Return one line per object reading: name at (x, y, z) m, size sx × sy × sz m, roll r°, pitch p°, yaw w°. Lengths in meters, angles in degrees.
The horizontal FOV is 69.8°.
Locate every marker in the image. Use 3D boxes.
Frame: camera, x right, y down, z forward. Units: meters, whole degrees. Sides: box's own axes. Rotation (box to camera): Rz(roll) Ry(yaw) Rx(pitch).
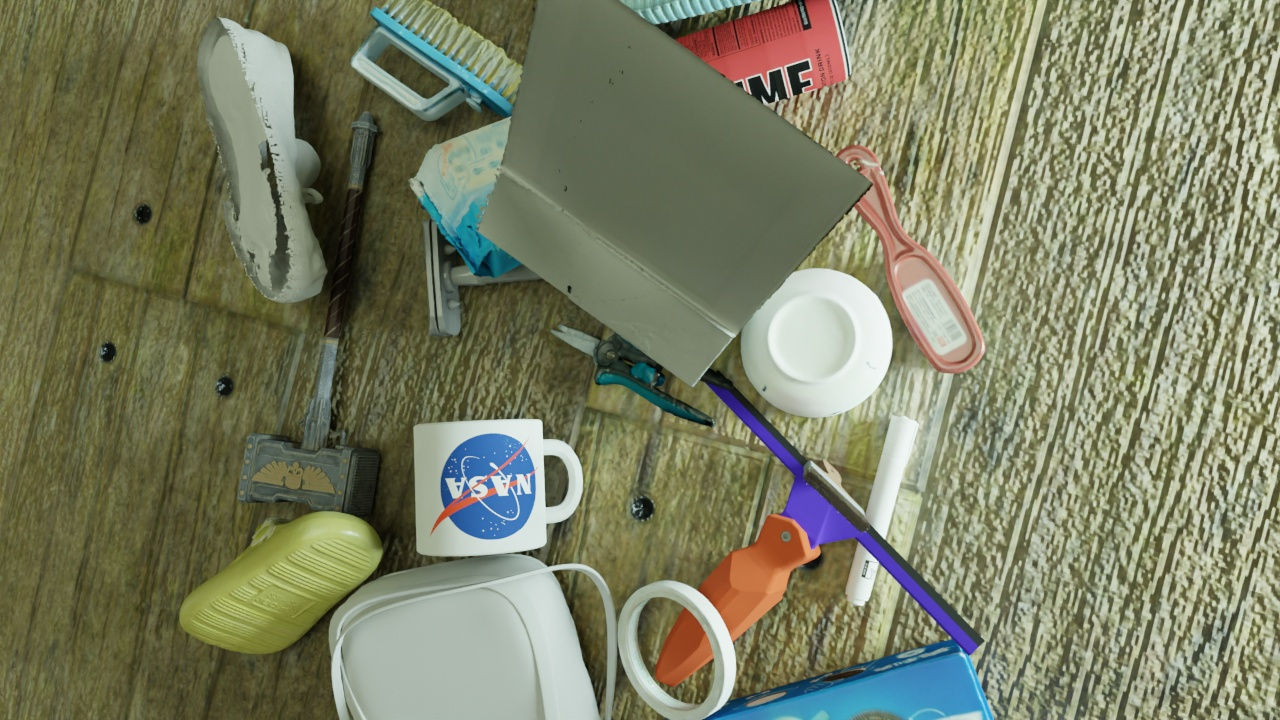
marker at (0.164, 0.103, 0.626) m, size 0.020 × 0.017 × 0.133 m, roll 15°, pitch 90°, yaw -22°

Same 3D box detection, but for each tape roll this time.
tape roll at (0.023, 0.195, 0.617) m, size 0.093 × 0.013 × 0.093 m, roll 7°, pitch 100°, yaw 40°

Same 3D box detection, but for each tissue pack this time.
tissue pack at (-0.086, -0.124, 0.665) m, size 0.144 × 0.062 × 0.093 m, roll -29°, pitch 78°, yaw -23°

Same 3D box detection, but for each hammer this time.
hammer at (-0.243, -0.042, 0.732) m, size 0.098 × 0.044 × 0.322 m, roll 6°, pitch 85°, yaw 15°

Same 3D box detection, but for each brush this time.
brush at (0.119, 0.075, 0.574) m, size 0.045 × 0.143 × 0.008 m, roll 43°, pitch 98°, yaw 5°
brush at (-0.152, -0.222, 0.710) m, size 0.136 × 0.055 × 0.075 m, roll 36°, pitch 90°, yaw 14°
brush at (0.180, -0.069, 0.627) m, size 0.041 × 0.030 × 0.172 m, roll -28°, pitch 81°, yaw 11°

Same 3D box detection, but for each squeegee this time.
squeegee at (0.070, 0.156, 0.625) m, size 0.249 × 0.055 × 0.185 m, roll 47°, pitch 110°, yaw 27°

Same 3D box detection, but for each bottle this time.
bottle at (0.055, -0.205, 0.653) m, size 0.177 × 0.062 × 0.062 m, roll -14°, pitch 82°, yaw 13°

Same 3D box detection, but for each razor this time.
razor at (-0.106, -0.068, 0.698) m, size 0.116 × 0.047 × 0.088 m, roll -6°, pitch 84°, yaw 6°

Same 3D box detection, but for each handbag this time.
handbag at (-0.111, 0.256, 0.655) m, size 0.216 × 0.095 × 0.222 m, roll -13°, pitch 95°, yaw 14°

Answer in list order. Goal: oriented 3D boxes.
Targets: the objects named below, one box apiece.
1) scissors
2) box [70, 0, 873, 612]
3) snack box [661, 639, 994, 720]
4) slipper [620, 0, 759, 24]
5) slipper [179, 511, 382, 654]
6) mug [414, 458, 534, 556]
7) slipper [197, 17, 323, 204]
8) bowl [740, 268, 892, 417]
scissors at (-0.003, 0.010, 0.670) m, size 0.129 × 0.019 × 0.138 m, roll -22°, pitch 70°, yaw 12°
box at (-0.007, -0.070, 0.421) m, size 0.167 × 0.505 × 0.149 m, roll 35°, pitch 99°, yaw 0°
snack box at (0.129, 0.312, 0.599) m, size 0.239 × 0.056 × 0.195 m, roll -20°, pitch 81°, yaw 13°
slipper at (0.101, -0.289, 0.625) m, size 0.277 × 0.069 × 0.115 m, roll -6°, pitch 40°, yaw 17°
slipper at (-0.272, 0.154, 0.696) m, size 0.191 × 0.091 × 0.081 m, roll -36°, pitch 44°, yaw 25°
mug at (-0.101, 0.089, 0.665) m, size 0.121 × 0.091 × 0.090 m, roll -1°, pitch 85°, yaw -21°
slipper at (-0.291, -0.156, 0.722) m, size 0.112 × 0.074 × 0.246 m, roll -45°, pitch 58°, yaw 51°
bowl at (0.119, -0.013, 0.628) m, size 0.105 × 0.054 × 0.105 m, roll -1°, pitch 87°, yaw 15°
